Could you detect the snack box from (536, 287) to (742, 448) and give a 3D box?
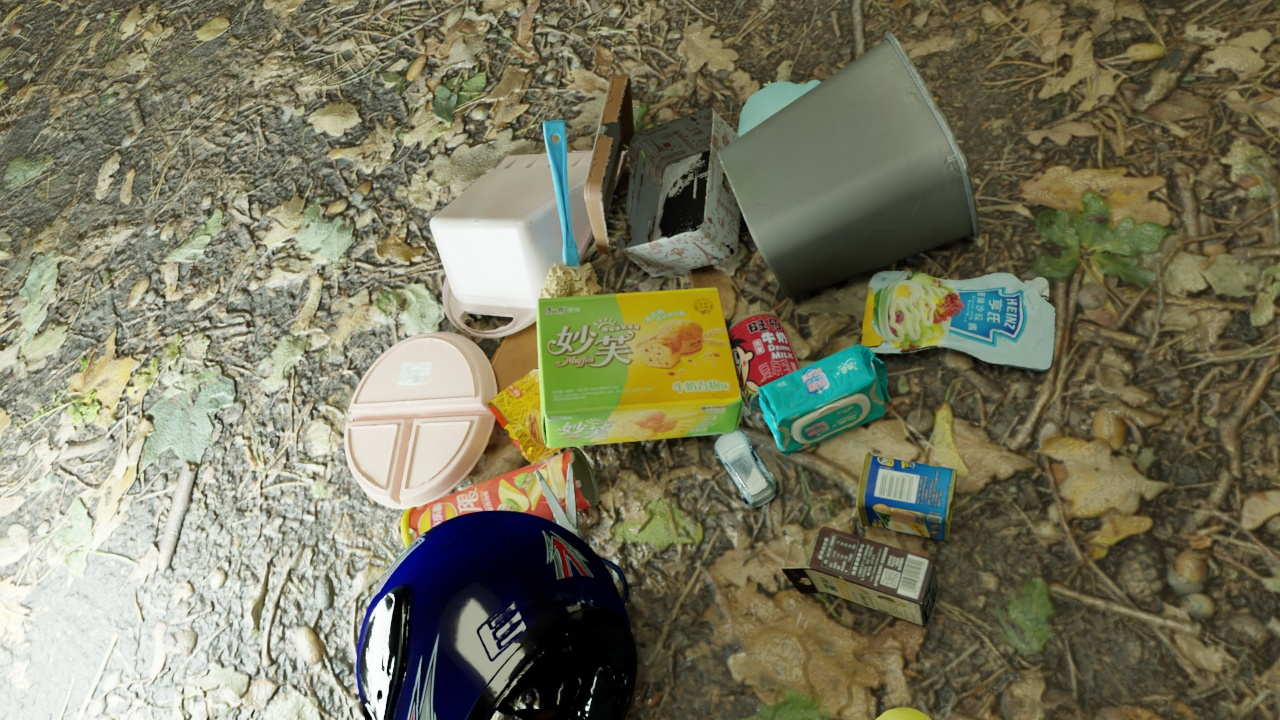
[{"bbox_3d":[-0.006,0.006,0.998,0.210,0.070,0.157,-4,55,-6],"label":"snack box"}]

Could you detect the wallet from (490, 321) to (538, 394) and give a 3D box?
[{"bbox_3d":[-0.139,0.011,1.122,0.108,0.031,0.131,17,72,25],"label":"wallet"}]

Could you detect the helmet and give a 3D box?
[{"bbox_3d":[-0.154,0.295,0.879,0.240,0.247,0.316,30,103,43],"label":"helmet"}]

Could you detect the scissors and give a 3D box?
[{"bbox_3d":[-0.065,0.197,0.977,0.156,0.012,0.166,22,99,11],"label":"scissors"}]

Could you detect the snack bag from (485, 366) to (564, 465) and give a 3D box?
[{"bbox_3d":[-0.065,0.030,1.057,0.207,0.073,0.128,-32,56,-15],"label":"snack bag"}]

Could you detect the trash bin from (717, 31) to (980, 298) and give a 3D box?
[{"bbox_3d":[0.222,-0.196,1.000,0.220,0.199,0.198,-25,61,15],"label":"trash bin"}]

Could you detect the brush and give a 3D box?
[{"bbox_3d":[-0.088,-0.151,1.074,0.083,0.046,0.255,-7,98,-8],"label":"brush"}]

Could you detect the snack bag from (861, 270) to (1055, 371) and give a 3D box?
[{"bbox_3d":[0.336,-0.047,0.971,0.191,0.039,0.110,4,56,22],"label":"snack bag"}]

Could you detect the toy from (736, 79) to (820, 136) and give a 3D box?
[{"bbox_3d":[0.164,-0.280,1.139,0.162,0.049,0.156,-28,67,15],"label":"toy"}]

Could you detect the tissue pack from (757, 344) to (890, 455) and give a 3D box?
[{"bbox_3d":[0.192,0.042,0.948,0.133,0.093,0.050,-25,55,8],"label":"tissue pack"}]

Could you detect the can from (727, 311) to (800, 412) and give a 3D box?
[{"bbox_3d":[0.137,0.001,1.003,0.066,0.066,0.093,-21,60,10],"label":"can"}]

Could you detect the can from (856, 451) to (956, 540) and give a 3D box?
[{"bbox_3d":[0.255,0.132,0.877,0.083,0.102,0.057,8,69,21],"label":"can"}]

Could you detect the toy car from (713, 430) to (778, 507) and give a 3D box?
[{"bbox_3d":[0.111,0.113,0.979,0.043,0.034,0.090,-34,57,6],"label":"toy car"}]

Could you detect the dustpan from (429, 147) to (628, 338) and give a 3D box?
[{"bbox_3d":[-0.152,-0.158,1.197,0.223,0.139,0.272,8,38,36],"label":"dustpan"}]

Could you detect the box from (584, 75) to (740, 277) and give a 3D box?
[{"bbox_3d":[0.009,-0.223,1.076,0.155,0.187,0.182,-10,62,33],"label":"box"}]

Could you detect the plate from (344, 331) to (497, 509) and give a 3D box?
[{"bbox_3d":[-0.278,0.068,1.131,0.230,0.028,0.229,-11,65,25],"label":"plate"}]

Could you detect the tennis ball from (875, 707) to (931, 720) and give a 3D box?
[{"bbox_3d":[0.233,0.339,0.805,0.065,0.065,0.065,-8,63,17],"label":"tennis ball"}]

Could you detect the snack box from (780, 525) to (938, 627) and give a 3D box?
[{"bbox_3d":[0.207,0.202,0.853,0.126,0.113,0.053,15,71,25],"label":"snack box"}]

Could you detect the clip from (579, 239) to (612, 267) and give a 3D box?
[{"bbox_3d":[-0.085,-0.129,1.172,0.100,0.034,0.071,-35,59,11],"label":"clip"}]

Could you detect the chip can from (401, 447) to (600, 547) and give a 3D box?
[{"bbox_3d":[-0.157,0.165,1.033,0.217,0.073,0.073,-21,60,9],"label":"chip can"}]
